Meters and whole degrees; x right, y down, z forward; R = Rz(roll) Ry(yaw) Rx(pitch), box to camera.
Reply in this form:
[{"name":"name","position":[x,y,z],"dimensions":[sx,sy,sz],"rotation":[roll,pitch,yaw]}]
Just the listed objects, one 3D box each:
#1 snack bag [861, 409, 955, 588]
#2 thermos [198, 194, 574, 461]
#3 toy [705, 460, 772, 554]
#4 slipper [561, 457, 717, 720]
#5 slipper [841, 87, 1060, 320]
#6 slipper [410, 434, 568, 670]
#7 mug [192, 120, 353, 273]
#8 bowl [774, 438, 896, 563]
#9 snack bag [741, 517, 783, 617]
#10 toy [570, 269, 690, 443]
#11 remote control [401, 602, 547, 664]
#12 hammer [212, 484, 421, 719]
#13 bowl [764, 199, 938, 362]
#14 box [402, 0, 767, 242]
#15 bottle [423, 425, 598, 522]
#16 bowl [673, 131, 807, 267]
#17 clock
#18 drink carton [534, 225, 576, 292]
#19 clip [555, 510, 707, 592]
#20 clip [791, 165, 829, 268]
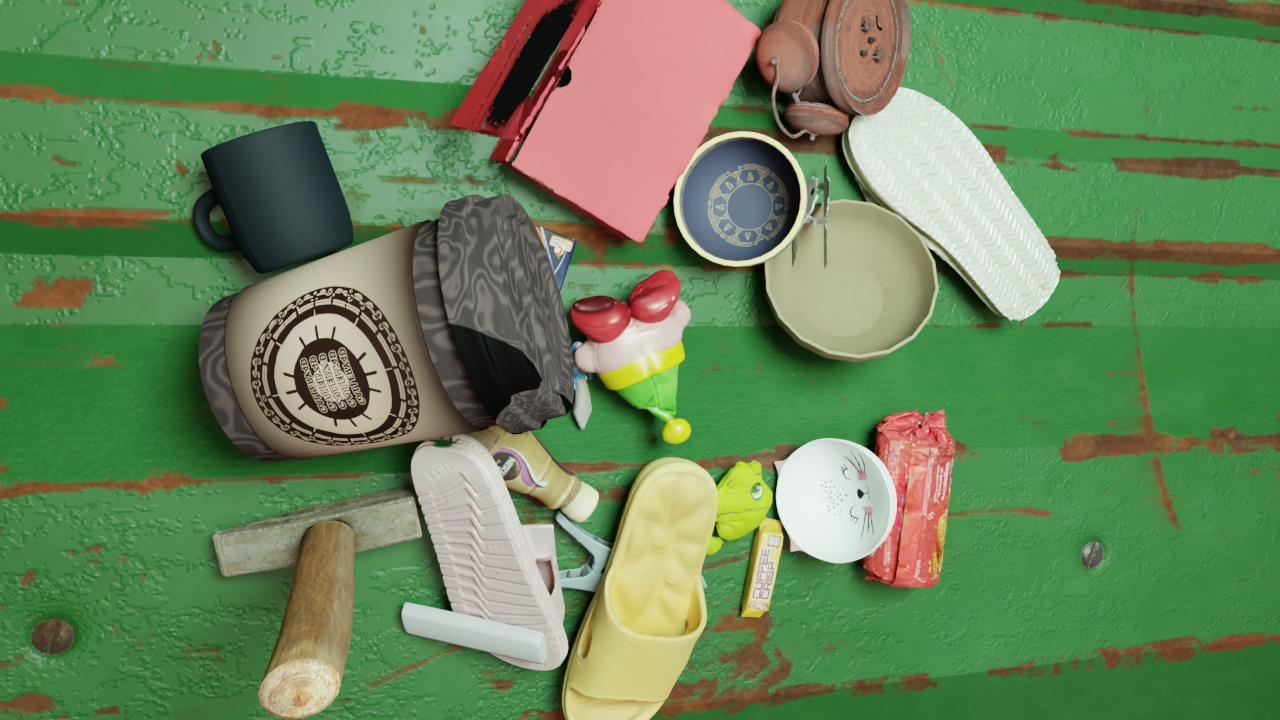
[{"name":"snack bag","position":[0.256,0.135,0.882],"dimensions":[0.082,0.082,0.176],"rotation":[2,97,-16]},{"name":"thermos","position":[-0.181,-0.013,0.669],"dimensions":[0.226,0.172,0.173],"rotation":[-14,102,9]},{"name":"toy","position":[0.078,0.137,0.854],"dimensions":[0.093,0.036,0.094],"rotation":[6,102,-13]},{"name":"slipper","position":[0.010,0.216,0.796],"dimensions":[0.099,0.078,0.263],"rotation":[14,94,-21]},{"name":"slipper","position":[0.288,-0.141,0.864],"dimensions":[0.263,0.052,0.115],"rotation":[42,87,-13]},{"name":"slipper","position":[-0.120,0.156,0.772],"dimensions":[0.094,0.064,0.239],"rotation":[-5,117,24]},{"name":"mug","position":[-0.285,-0.116,0.694],"dimensions":[0.122,0.085,0.094],"rotation":[-15,103,15]},{"name":"bowl","position":[0.189,0.128,0.856],"dimensions":[0.050,0.115,0.115],"rotation":[-2,100,-52]},{"name":"snack bag","position":[0.117,0.200,0.881],"dimensions":[0.026,0.020,0.099],"rotation":[10,95,-16]},{"name":"toy","position":[-0.005,0.005,0.786],"dimensions":[0.124,0.096,0.131],"rotation":[-22,127,-9]},{"name":"remote control","position":[-0.142,0.231,0.776],"dimensions":[0.131,0.012,0.033],"rotation":[7,124,16]},{"name":"hammer","position":[-0.227,0.158,0.629],"dimensions":[0.157,0.301,0.037],"rotation":[-11,101,-14]},{"name":"bowl","position":[0.185,-0.066,0.827],"dimensions":[0.152,0.050,0.152],"rotation":[0,71,0]},{"name":"box","position":[-0.066,-0.246,0.851],"dimensions":[0.197,0.351,0.217],"rotation":[30,88,-22]},{"name":"bottle","position":[-0.108,0.082,0.779],"dimensions":[0.166,0.060,0.059],"rotation":[36,87,-18]},{"name":"bowl","position":[0.091,-0.136,0.796],"dimensions":[0.112,0.061,0.112],"rotation":[1,93,17]},{"name":"clock","position":[0.160,-0.258,0.775],"dimensions":[0.157,0.072,0.120],"rotation":[-58,136,-16]},{"name":"drink carton","position":[-0.106,-0.050,0.771],"dimensions":[0.064,0.040,0.130],"rotation":[18,93,-17]},{"name":"clip","position":[-0.010,0.178,0.839],"dimensions":[0.163,0.028,0.112],"rotation":[20,92,-19]},{"name":"clip","position":[0.146,-0.134,0.799],"dimensions":[0.056,0.056,0.102],"rotation":[31,56,-53]}]
